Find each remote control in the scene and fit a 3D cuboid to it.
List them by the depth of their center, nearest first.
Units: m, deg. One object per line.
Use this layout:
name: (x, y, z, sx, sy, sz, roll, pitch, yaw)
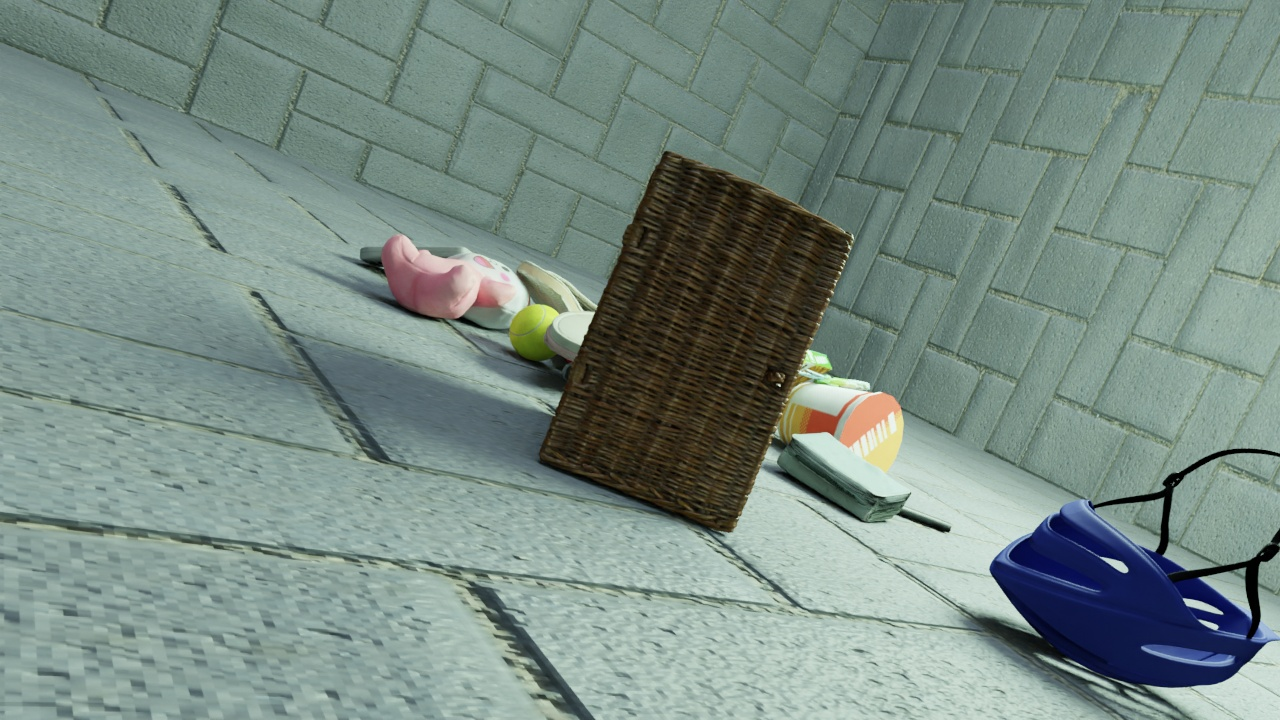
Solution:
remote control: (-0.297, -0.136, 1.230, 0.151, 0.019, 0.074, 1, -5, 8)

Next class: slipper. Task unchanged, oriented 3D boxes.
slipper: (-0.029, -0.015, 1.043, 0.114, 0.054, 0.273, 27, 14, 16)
slipper: (-0.102, -0.078, 1.253, 0.114, 0.054, 0.273, 38, -6, 14)

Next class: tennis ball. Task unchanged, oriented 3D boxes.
tennis ball: (-0.118, -0.032, 1.057, 0.065, 0.065, 0.065, 23, 7, -3)

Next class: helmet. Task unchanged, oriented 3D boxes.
helmet: (0.426, 0.157, 0.750, 0.241, 0.228, 0.147, 22, 17, -7)

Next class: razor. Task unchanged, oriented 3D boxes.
razor: (0.314, 0.178, 1.094, 0.144, 0.022, 0.042, 26, 48, -20)

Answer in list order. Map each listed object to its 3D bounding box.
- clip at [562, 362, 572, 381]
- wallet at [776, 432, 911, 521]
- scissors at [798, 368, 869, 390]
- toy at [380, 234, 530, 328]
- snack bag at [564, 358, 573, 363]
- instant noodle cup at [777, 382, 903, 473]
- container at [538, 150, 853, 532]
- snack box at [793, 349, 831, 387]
clip: (-0.015, 0.037, 1.045, 0.163, 0.028, 0.115, 20, 6, -34)
wallet: (0.228, 0.131, 1.029, 0.132, 0.054, 0.100, 31, 19, 37)
scissors: (0.239, 0.025, 1.239, 0.093, 0.032, 0.174, 5, -10, 44)
toy: (-0.212, -0.088, 1.108, 0.142, 0.084, 0.213, 27, 9, 18)
snack bag: (-0.007, 0.007, 1.153, 0.208, 0.067, 0.138, 20, 12, -6)
instant noodle cup: (0.257, 0.089, 1.208, 0.123, 0.123, 0.121, 18, 2, -39)
container: (0.032, -0.016, 0.762, 0.162, 0.250, 0.183, 23, -1, -7)
snack box: (0.179, 0.023, 1.266, 0.167, 0.132, 0.027, 11, 55, -60)
